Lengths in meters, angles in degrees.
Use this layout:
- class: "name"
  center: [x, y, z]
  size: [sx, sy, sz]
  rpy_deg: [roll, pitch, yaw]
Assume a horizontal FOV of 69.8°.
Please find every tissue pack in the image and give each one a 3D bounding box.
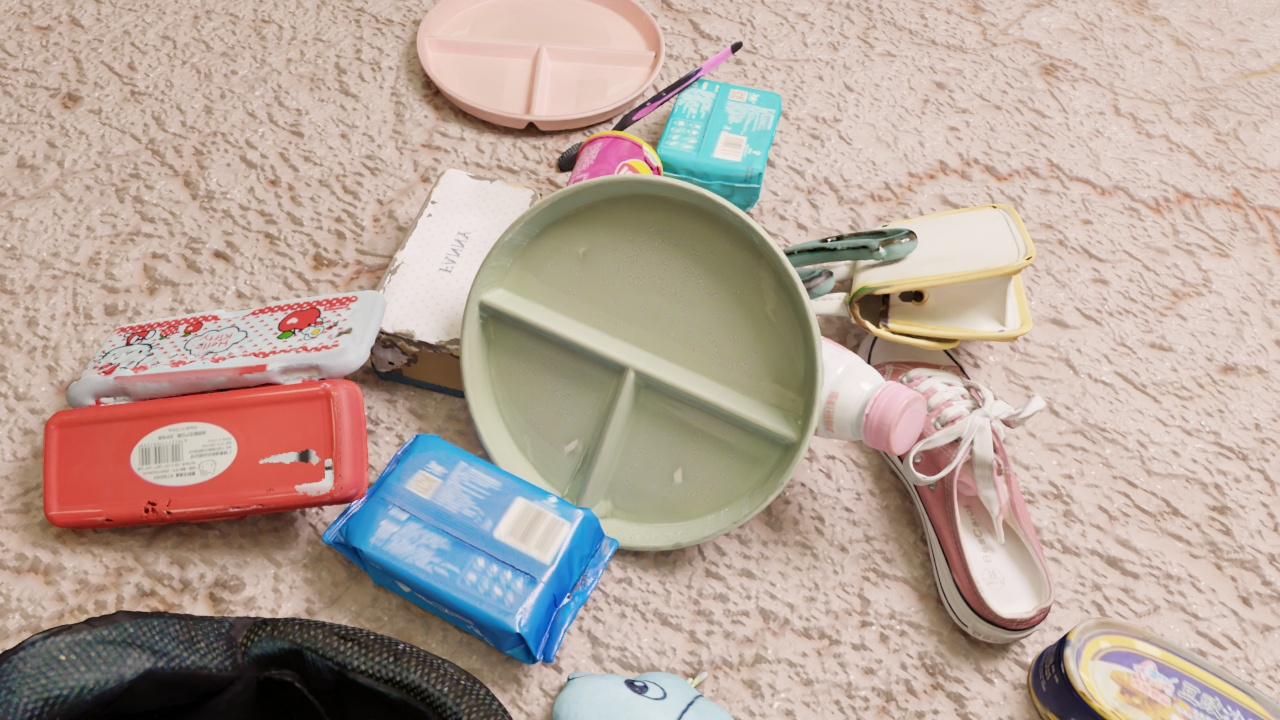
- class: "tissue pack"
  center: [-0.100, 0.110, 0.548]
  size: [0.157, 0.052, 0.094]
  rpy_deg: [24, 53, 12]
- class: "tissue pack"
  center: [0.066, -0.188, 0.786]
  size: [0.093, 0.050, 0.133]
  rpy_deg: [13, 53, 7]

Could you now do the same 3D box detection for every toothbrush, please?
- class: "toothbrush"
  center: [0.007, -0.219, 0.783]
  size: [0.189, 0.014, 0.017]
  rpy_deg: [-34, 49, 1]

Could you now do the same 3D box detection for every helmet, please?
- class: "helmet"
  center: [-0.150, 0.237, 0.339]
  size: [0.234, 0.230, 0.273]
  rpy_deg: [26, 53, 31]

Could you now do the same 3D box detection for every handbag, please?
- class: "handbag"
  center: [0.188, -0.056, 0.669]
  size: [0.179, 0.063, 0.163]
  rpy_deg: [-5, 21, 18]

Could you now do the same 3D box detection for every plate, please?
- class: "plate"
  center: [-0.003, 0.003, 0.560]
  size: [0.230, 0.230, 0.027]
  rpy_deg: [25, 15, 12]
- class: "plate"
  center: [-0.092, -0.291, 0.862]
  size: [0.229, 0.028, 0.229]
  rpy_deg: [2, 53, -3]

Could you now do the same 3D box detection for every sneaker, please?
- class: "sneaker"
  center: [0.207, 0.055, 0.594]
  size: [0.118, 0.088, 0.240]
  rpy_deg: [-3, 51, -8]

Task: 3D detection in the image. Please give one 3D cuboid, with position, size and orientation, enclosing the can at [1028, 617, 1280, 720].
- class: "can"
  center: [0.300, 0.206, 0.517]
  size: [0.148, 0.049, 0.074]
  rpy_deg: [30, 56, 16]

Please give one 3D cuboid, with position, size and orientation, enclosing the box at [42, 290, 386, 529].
- class: "box"
  center: [-0.261, 0.024, 0.565]
  size: [0.201, 0.063, 0.160]
  rpy_deg: [-7, 62, 8]

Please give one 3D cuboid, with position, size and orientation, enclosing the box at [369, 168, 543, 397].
- class: "box"
  center: [-0.130, -0.065, 0.671]
  size: [0.090, 0.063, 0.183]
  rpy_deg: [15, 52, 5]

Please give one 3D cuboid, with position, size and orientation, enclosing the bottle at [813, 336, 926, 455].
- class: "bottle"
  center: [0.088, 0.007, 0.592]
  size: [0.068, 0.068, 0.197]
  rpy_deg: [-38, 42, -28]

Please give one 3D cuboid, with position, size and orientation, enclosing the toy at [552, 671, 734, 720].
- class: "toy"
  center: [0.009, 0.209, 0.461]
  size: [0.161, 0.050, 0.155]
  rpy_deg: [20, 21, 30]

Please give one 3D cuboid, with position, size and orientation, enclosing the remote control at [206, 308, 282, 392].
- class: "remote control"
  center: [-0.255, 0.022, 0.615]
  size: [0.053, 0.024, 0.136]
  rpy_deg: [-23, 59, -16]

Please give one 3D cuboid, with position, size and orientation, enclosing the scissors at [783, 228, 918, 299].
- class: "scissors"
  center: [0.098, -0.064, 0.651]
  size: [0.177, 0.019, 0.171]
  rpy_deg: [-3, 21, 36]

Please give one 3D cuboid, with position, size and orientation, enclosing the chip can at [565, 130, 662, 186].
- class: "chip can"
  center: [-0.042, -0.077, 0.681]
  size: [0.071, 0.072, 0.210]
  rpy_deg: [14, 54, 5]
